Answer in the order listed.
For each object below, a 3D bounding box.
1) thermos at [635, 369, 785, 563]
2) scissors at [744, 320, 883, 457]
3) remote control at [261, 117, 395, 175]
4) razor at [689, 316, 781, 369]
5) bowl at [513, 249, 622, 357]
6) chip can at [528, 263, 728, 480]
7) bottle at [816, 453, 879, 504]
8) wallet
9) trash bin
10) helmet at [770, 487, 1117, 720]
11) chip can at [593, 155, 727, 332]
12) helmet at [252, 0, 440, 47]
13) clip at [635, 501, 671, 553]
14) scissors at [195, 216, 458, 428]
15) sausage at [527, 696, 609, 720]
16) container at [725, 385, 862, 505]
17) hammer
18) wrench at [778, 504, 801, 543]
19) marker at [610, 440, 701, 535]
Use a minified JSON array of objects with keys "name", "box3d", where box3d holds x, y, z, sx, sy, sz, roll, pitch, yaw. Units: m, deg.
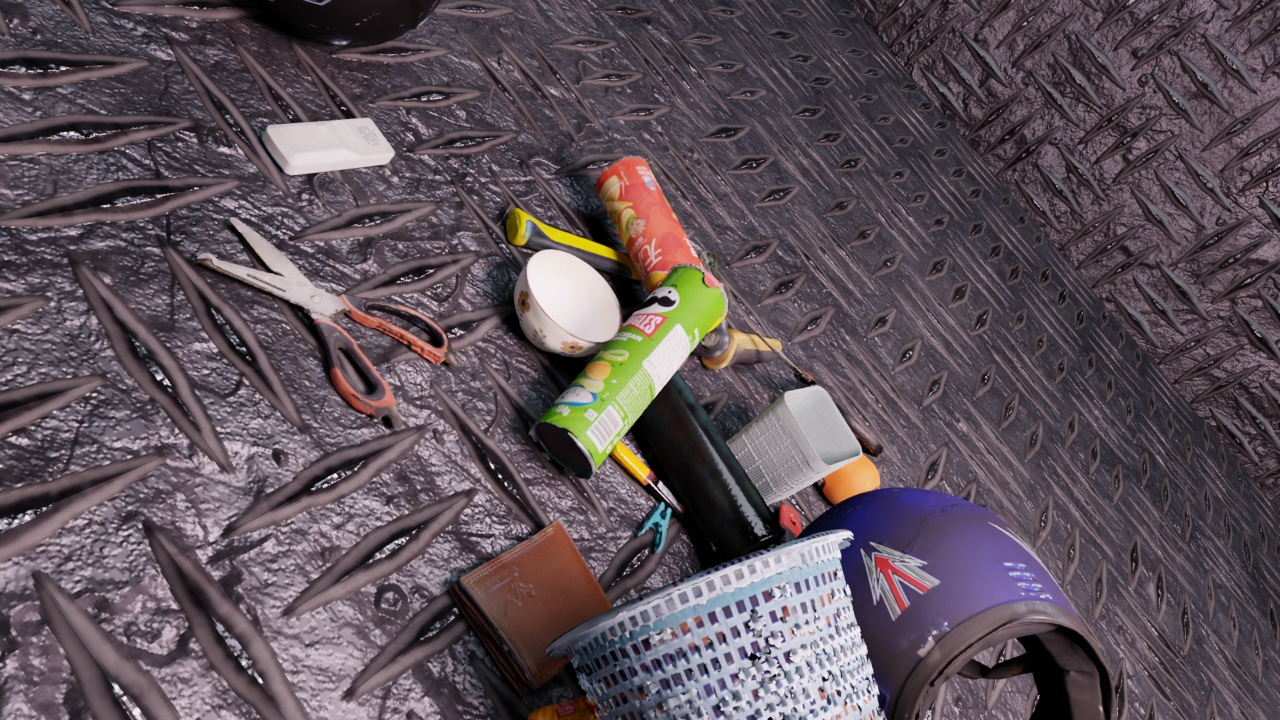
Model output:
[{"name":"thermos","box3d":[0.054,0.086,0.917,0.242,0.068,0.090,59,14,21]},{"name":"scissors","box3d":[0.205,0.036,1.099,0.221,0.022,0.228,45,5,10]},{"name":"remote control","box3d":[-0.291,-0.204,0.863,0.049,0.024,0.124,54,35,7]},{"name":"razor","box3d":[0.118,-0.021,1.103,0.167,0.062,0.067,4,91,-52]},{"name":"bowl","box3d":[-0.081,-0.047,0.906,0.113,0.062,0.113,29,38,-26]},{"name":"chip can","box3d":[-0.005,0.005,0.859,0.072,0.072,0.235,44,57,-6]},{"name":"bottle","box3d":[0.216,0.104,1.088,0.066,0.067,0.149,-12,59,-51]},{"name":"wallet","box3d":[-0.078,0.188,0.716,0.101,0.032,0.124,53,34,10]},{"name":"trash bin","box3d":[0.073,0.244,0.610,0.226,0.227,0.195,1,62,-47]},{"name":"helmet","box3d":[0.244,0.253,0.795,0.315,0.247,0.240,56,-6,-28]},{"name":"chip can","box3d":[0.020,-0.127,1.027,0.073,0.073,0.216,2,54,-46]},{"name":"helmet","box3d":[-0.291,-0.419,0.889,0.233,0.231,0.274,21,40,-12]},{"name":"clip","box3d":[0.015,0.155,0.861,0.038,0.013,0.055,43,37,-8]},{"name":"scissors","box3d":[-0.248,-0.034,0.755,0.188,0.015,0.226,-13,67,-51]},{"name":"sausage","box3d":[-0.024,0.265,0.706,0.165,0.022,0.021,5,53,-45]},{"name":"container","box3d":[0.156,0.096,0.981,0.089,0.112,0.090,-7,63,-50]},{"name":"hammer","box3d":[-0.012,-0.109,1.065,0.322,0.032,0.126,14,47,-39]},{"name":"wrench","box3d":[0.158,0.259,0.912,0.056,0.016,0.272,31,39,-29]},{"name":"marker","box3d":[0.016,0.125,0.890,0.124,0.015,0.018,46,29,-9]}]
